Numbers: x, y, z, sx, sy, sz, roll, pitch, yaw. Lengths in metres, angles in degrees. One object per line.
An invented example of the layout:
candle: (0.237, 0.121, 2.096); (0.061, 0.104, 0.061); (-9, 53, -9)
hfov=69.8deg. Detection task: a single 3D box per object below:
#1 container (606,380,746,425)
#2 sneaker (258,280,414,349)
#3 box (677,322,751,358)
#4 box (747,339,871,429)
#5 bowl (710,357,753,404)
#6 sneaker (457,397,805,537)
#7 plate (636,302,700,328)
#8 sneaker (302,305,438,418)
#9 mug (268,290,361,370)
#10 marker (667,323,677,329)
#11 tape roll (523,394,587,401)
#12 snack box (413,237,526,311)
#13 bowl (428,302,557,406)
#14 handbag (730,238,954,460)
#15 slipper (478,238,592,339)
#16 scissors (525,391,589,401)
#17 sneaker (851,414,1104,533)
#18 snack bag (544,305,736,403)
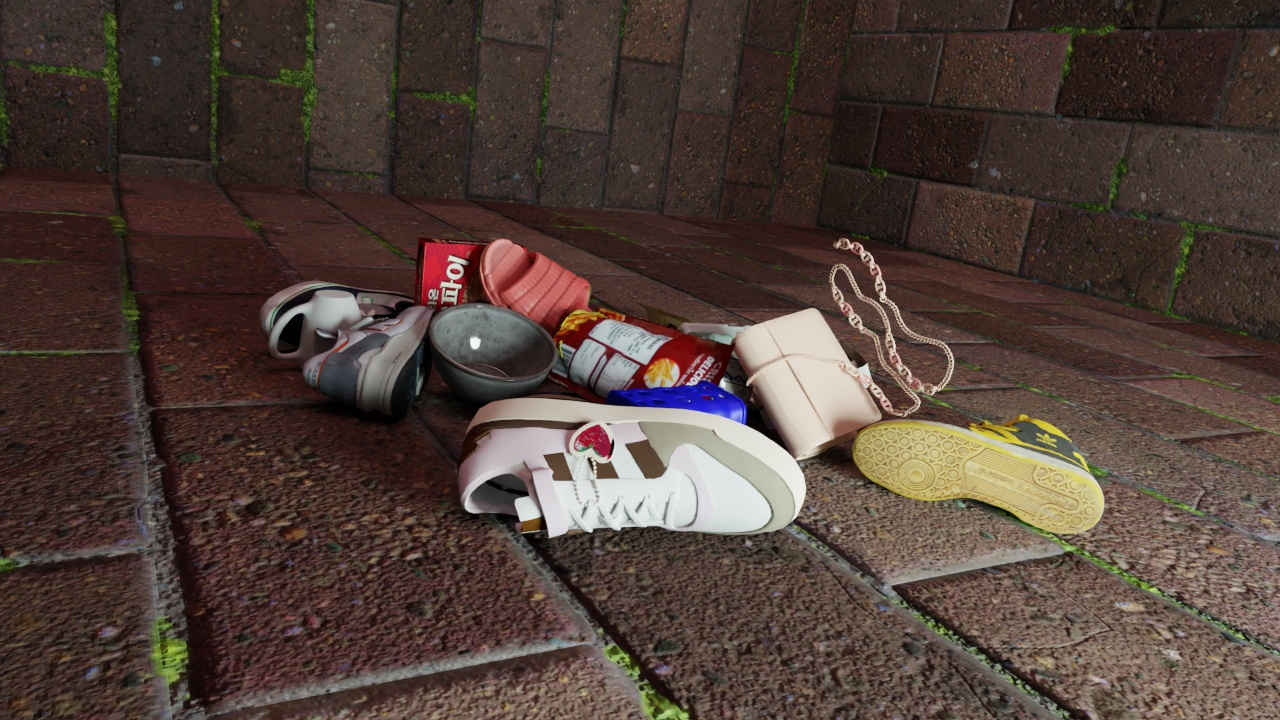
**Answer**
container: (0.030, 0.072, 0.898); (0.113, 0.085, 0.084); (-3, 19, -32)
sneaker: (-0.364, -0.052, 1.172); (0.079, 0.084, 0.234); (19, 15, 37)
box: (0.116, -0.013, 1.221); (0.198, 0.072, 0.086); (2, -5, -42)
box: (0.199, 0.030, 1.165); (0.143, 0.081, 0.181); (-23, 24, -2)
bowl: (0.080, 0.030, 1.093); (0.115, 0.059, 0.115); (9, -8, 1)
sneaker: (-0.013, 0.106, 0.750); (0.294, 0.112, 0.116); (11, 37, 6)
plate: (0.075, -0.039, 1.383); (0.184, 0.036, 0.184); (20, 2, -1)
sneaker: (-0.303, -0.011, 1.031); (0.124, 0.089, 0.239); (9, 18, -7)
mug: (-0.379, -0.034, 1.075); (0.107, 0.089, 0.071); (-3, 18, -34)
marker: (0.085, -0.019, 1.302); (0.126, 0.025, 0.025); (25, 11, -15)
tape roll: (-0.088, 0.064, 0.969); (0.093, 0.030, 0.093); (7, 15, -2)
snack box: (-0.224, -0.078, 1.196); (0.132, 0.152, 0.036); (0, 17, -28)
bowl: (-0.173, 0.002, 1.040); (0.145, 0.067, 0.144); (15, 33, -10)
handbag: (0.196, -0.012, 0.982); (0.116, 0.188, 0.198); (-14, 67, -34)
slipper: (-0.096, -0.064, 1.148); (0.249, 0.059, 0.103); (41, 50, -6)
scissors: (-0.059, 0.054, 1.048); (0.130, 0.019, 0.134); (21, 26, 30)
sneaker: (0.346, 0.098, 0.951); (0.239, 0.086, 0.121); (16, 23, 16)
snack bag: (-0.006, 0.006, 1.036); (0.208, 0.138, 0.067); (20, -26, 35)
